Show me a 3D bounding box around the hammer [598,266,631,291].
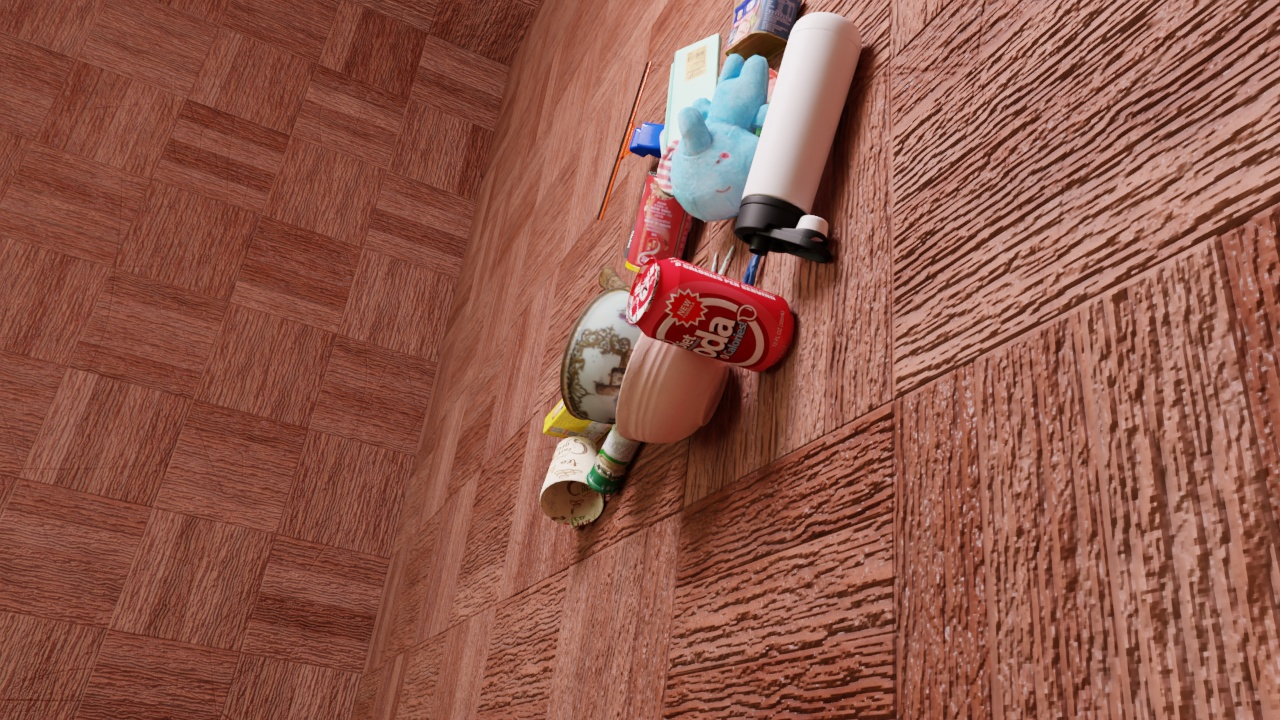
[{"bbox_3d":[-0.018,-0.076,1.268,0.330,0.033,0.120,-131,59,-69],"label":"hammer"}]

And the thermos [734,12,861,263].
[{"bbox_3d":[0.157,-0.204,0.844,0.101,0.068,0.229,11,79,39],"label":"thermos"}]

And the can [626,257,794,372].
[{"bbox_3d":[0.065,-0.041,0.836,0.074,0.142,0.074,-163,91,-71],"label":"can"}]

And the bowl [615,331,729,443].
[{"bbox_3d":[0.041,0.021,0.914,0.152,0.076,0.153,-57,-21,-36],"label":"bowl"}]

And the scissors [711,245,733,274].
[{"bbox_3d":[0.072,-0.068,1.037,0.117,0.014,0.129,139,144,-58],"label":"scissors"}]

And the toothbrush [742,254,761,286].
[{"bbox_3d":[0.114,-0.090,0.935,0.021,0.016,0.132,7,79,69],"label":"toothbrush"}]

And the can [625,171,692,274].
[{"bbox_3d":[0.027,-0.166,1.142,0.066,0.066,0.124,-128,50,-67],"label":"can"}]

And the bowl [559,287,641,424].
[{"bbox_3d":[-0.006,0.006,1.033,0.094,0.159,0.160,20,93,29],"label":"bowl"}]

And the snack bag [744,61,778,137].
[{"bbox_3d":[0.130,-0.288,1.038,0.155,0.044,0.087,-115,40,-57],"label":"snack bag"}]

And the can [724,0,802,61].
[{"bbox_3d":[0.141,-0.386,1.065,0.100,0.054,0.059,-178,102,-71],"label":"can"}]

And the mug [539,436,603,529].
[{"bbox_3d":[-0.085,0.168,1.206,0.097,0.081,0.122,-87,-4,-54],"label":"mug"}]

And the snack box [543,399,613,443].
[{"bbox_3d":[-0.067,0.066,1.211,0.153,0.075,0.025,133,146,-52],"label":"snack box"}]

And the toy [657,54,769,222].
[{"bbox_3d":[0.086,-0.237,0.979,0.183,0.114,0.181,24,108,46],"label":"toy"}]

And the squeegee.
[{"bbox_3d":[0.025,-0.315,1.312,0.185,0.055,0.249,19,91,63],"label":"squeegee"}]

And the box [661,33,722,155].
[{"bbox_3d":[0.079,-0.326,1.157,0.092,0.077,0.188,-35,39,47],"label":"box"}]

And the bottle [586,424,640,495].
[{"bbox_3d":[-0.027,0.111,1.115,0.110,0.042,0.042,-63,21,23],"label":"bottle"}]

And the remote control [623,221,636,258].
[{"bbox_3d":[0.009,-0.171,1.300,0.133,0.013,0.058,-162,89,-71],"label":"remote control"}]

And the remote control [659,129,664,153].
[{"bbox_3d":[0.052,-0.252,1.199,0.050,0.022,0.133,-30,58,47],"label":"remote control"}]
